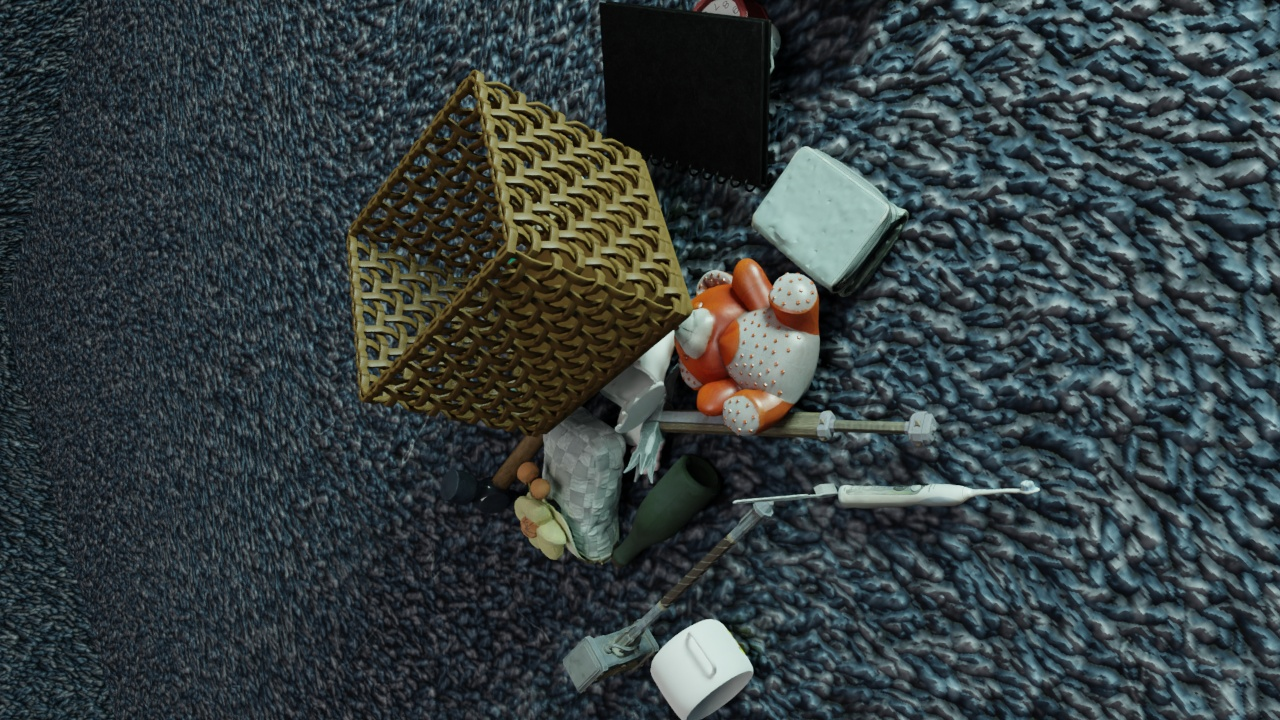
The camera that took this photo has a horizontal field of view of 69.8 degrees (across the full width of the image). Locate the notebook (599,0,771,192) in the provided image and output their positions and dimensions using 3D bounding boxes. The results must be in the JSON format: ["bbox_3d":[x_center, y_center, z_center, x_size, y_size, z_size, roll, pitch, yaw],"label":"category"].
[{"bbox_3d":[0.042,-0.281,0.969,0.232,0.019,0.169,26,130,40],"label":"notebook"}]

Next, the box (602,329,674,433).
[{"bbox_3d":[-0.003,0.009,0.980,0.081,0.091,0.159,-55,11,55],"label":"box"}]

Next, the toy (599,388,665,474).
[{"bbox_3d":[-0.001,0.067,1.048,0.076,0.037,0.125,-27,78,35],"label":"toy"}]

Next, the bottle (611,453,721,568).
[{"bbox_3d":[0.019,0.177,1.022,0.175,0.055,0.055,-51,59,32],"label":"bottle"}]

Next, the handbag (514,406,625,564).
[{"bbox_3d":[-0.085,0.145,1.063,0.112,0.123,0.172,34,127,42],"label":"handbag"}]

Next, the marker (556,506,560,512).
[{"bbox_3d":[-0.097,0.163,1.156,0.013,0.013,0.142,35,114,36],"label":"marker"}]

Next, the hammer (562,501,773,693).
[{"bbox_3d":[0.040,0.244,0.974,0.323,0.098,0.044,-51,59,31],"label":"hammer"}]

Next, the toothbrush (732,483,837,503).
[{"bbox_3d":[0.133,0.120,0.830,0.010,0.181,0.010,-35,65,32],"label":"toothbrush"}]

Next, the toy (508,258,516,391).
[{"bbox_3d":[-0.144,-0.052,1.158,0.131,0.072,0.193,-26,65,40],"label":"toy"}]

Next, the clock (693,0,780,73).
[{"bbox_3d":[0.094,-0.329,0.947,0.087,0.044,0.124,-46,61,33],"label":"clock"}]

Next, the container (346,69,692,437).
[{"bbox_3d":[-0.129,-0.090,0.915,0.252,0.214,0.219,-39,51,33],"label":"container"}]

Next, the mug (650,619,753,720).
[{"bbox_3d":[0.063,0.316,0.949,0.068,0.094,0.116,51,159,31],"label":"mug"}]

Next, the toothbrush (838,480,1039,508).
[{"bbox_3d":[0.262,0.120,0.820,0.186,0.022,0.024,-10,103,43],"label":"toothbrush"}]

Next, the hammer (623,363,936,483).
[{"bbox_3d":[0.136,0.059,0.912,0.318,0.028,0.146,-1,59,37],"label":"hammer"}]

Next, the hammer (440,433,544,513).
[{"bbox_3d":[-0.105,0.068,1.114,0.322,0.129,0.040,-51,42,19],"label":"hammer"}]

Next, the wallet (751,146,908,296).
[{"bbox_3d":[0.177,-0.134,0.872,0.131,0.054,0.100,47,110,32],"label":"wallet"}]

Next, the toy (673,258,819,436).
[{"bbox_3d":[0.095,-0.019,0.914,0.172,0.092,0.164,25,101,50],"label":"toy"}]

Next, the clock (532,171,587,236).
[{"bbox_3d":[-0.095,-0.174,1.110,0.141,0.054,0.093,8,70,53],"label":"clock"}]
